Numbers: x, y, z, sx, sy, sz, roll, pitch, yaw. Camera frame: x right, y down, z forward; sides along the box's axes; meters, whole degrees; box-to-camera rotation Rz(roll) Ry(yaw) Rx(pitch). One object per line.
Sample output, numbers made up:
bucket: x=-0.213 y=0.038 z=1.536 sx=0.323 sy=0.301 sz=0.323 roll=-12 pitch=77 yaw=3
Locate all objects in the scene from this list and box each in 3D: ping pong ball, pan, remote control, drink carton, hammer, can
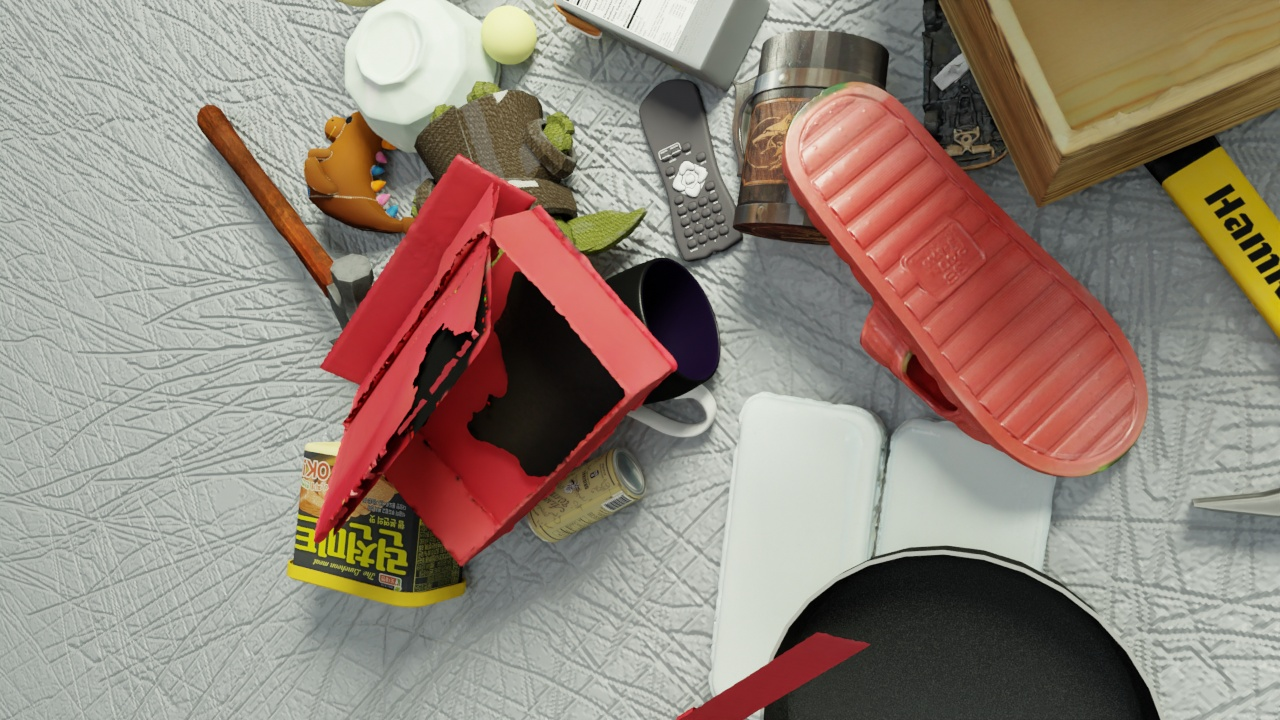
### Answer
ping pong ball: x=-0.095 y=-0.234 z=0.660 sx=0.040 sy=0.040 sz=0.040 roll=0 pitch=89 yaw=27
pan: x=0.229 y=0.240 z=0.473 sx=0.356 sy=0.044 sz=0.204 roll=33 pitch=103 yaw=17
remote control: x=0.031 y=-0.129 z=0.611 sx=0.047 sy=0.009 sz=0.124 roll=-20 pitch=80 yaw=26
drink carton: x=0.012 y=-0.234 z=0.600 sx=0.125 sy=0.048 sz=0.076 roll=33 pitch=104 yaw=24
hammer: x=-0.290 y=-0.117 z=0.744 sx=0.300 sy=0.028 sz=0.111 roll=47 pitch=149 yaw=28
can: x=-0.194 y=0.118 z=0.691 sx=0.131 sy=0.072 sz=0.101 roll=5 pitch=89 yaw=27
hammer: x=0.294 y=-0.072 z=0.467 sx=0.170 sy=0.034 sz=0.324 roll=-35 pitch=73 yaw=24
can: x=-0.038 y=0.093 z=0.629 sx=0.080 sy=0.038 sz=0.038 roll=-31 pitch=76 yaw=23

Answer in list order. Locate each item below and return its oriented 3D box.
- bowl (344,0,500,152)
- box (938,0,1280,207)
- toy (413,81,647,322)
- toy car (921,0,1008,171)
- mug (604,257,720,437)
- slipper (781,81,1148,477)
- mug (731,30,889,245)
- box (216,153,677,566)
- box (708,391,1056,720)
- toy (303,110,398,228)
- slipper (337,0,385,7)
bowl: x=-0.168 y=-0.217 z=0.672 sx=0.117 sy=0.061 sz=0.117 roll=-2 pitch=84 yaw=15
box: x=0.244 y=-0.263 z=0.345 sx=0.280 sy=0.263 sz=0.269 roll=-23 pitch=77 yaw=15
toy: x=-0.096 y=-0.114 z=0.637 sx=0.180 sy=0.078 sz=0.152 roll=-24 pitch=83 yaw=22
toy car: x=0.183 y=-0.157 z=0.513 sx=0.047 sy=0.047 sz=0.112 roll=-1 pitch=85 yaw=25
mug: x=-0.004 y=0.003 z=0.597 sx=0.100 sy=0.084 sz=0.119 roll=-21 pitch=109 yaw=35
slipper: x=0.164 y=-0.036 z=0.494 sx=0.103 sy=0.059 sz=0.249 roll=-43 pitch=91 yaw=-12
mug: x=0.090 y=-0.128 z=0.552 sx=0.116 sy=0.079 sz=0.107 roll=10 pitch=93 yaw=53
box: x=-0.218 y=-0.067 z=0.529 sx=0.467 sy=0.137 sz=0.215 roll=38 pitch=127 yaw=-9
box: x=0.135 y=0.131 z=0.543 sx=0.190 sy=0.037 sz=0.209 roll=11 pitch=96 yaw=29
toy: x=-0.210 y=-0.147 z=0.723 sx=0.103 sy=0.070 sz=0.090 roll=22 pitch=86 yaw=3
slipper: x=-0.125 y=-0.341 z=0.652 sx=0.079 sy=0.111 sz=0.262 roll=47 pitch=115 yaw=-3
